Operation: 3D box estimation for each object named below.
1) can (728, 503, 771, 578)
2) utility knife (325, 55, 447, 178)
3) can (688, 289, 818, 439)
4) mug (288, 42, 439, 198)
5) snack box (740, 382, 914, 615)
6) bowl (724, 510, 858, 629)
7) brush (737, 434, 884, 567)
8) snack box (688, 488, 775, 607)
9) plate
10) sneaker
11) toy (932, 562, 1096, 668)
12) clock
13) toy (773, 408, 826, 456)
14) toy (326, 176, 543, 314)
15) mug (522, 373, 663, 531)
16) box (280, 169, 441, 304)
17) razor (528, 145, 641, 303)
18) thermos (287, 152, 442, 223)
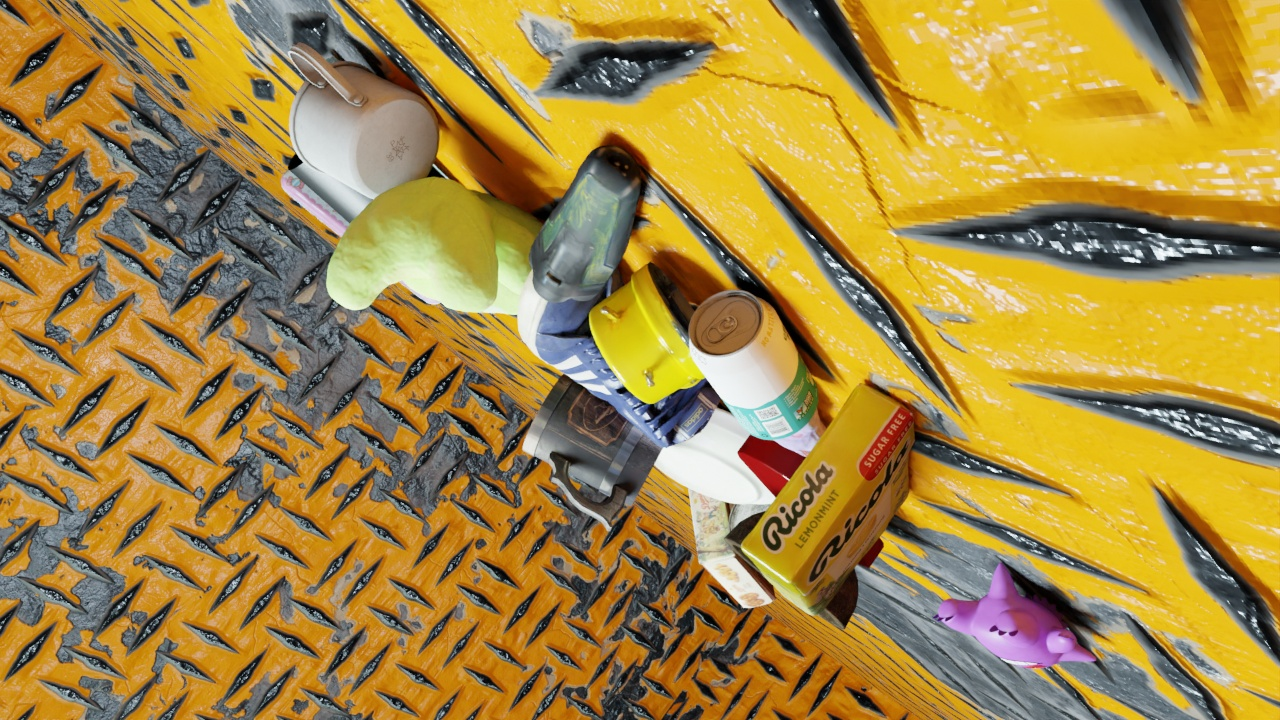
[{"bbox_3d":[0.146,0.178,0.942,0.090,0.089,0.074,29,167,42],"label":"can"},{"bbox_3d":[-0.194,-0.185,0.754,0.167,0.015,0.022,43,168,-36],"label":"utility knife"},{"bbox_3d":[0.069,0.004,0.552,0.055,0.055,0.101,30,167,39],"label":"can"},{"bbox_3d":[-0.200,-0.171,0.646,0.070,0.084,0.113,30,162,29],"label":"mug"},{"bbox_3d":[0.128,0.101,0.590,0.045,0.121,0.181,34,170,26],"label":"snack box"},{"bbox_3d":[0.136,0.164,0.769,0.121,0.056,0.121,37,170,8],"label":"bowl"},{"bbox_3d":[0.150,0.112,0.774,0.082,0.041,0.173,27,165,47],"label":"brush"},{"bbox_3d":[0.101,0.184,1.029,0.143,0.041,0.146,51,-154,-48],"label":"snack box"},{"bbox_3d":[0.065,0.094,0.873,0.182,0.034,0.182,22,157,10],"label":"plate"},{"bbox_3d":[-0.005,0.004,0.699,0.118,0.091,0.233,40,171,19],"label":"sneaker"},{"bbox_3d":[0.275,0.192,0.665,0.088,0.055,0.106,38,160,-18],"label":"toy"},{"bbox_3d":[0.013,-0.017,0.606,0.083,0.057,0.118,57,-166,4],"label":"clock"},{"bbox_3d":[0.098,0.038,0.650,0.080,0.036,0.099,29,168,38],"label":"toy"},{"bbox_3d":[-0.130,-0.082,0.679,0.150,0.107,0.196,2,-168,11],"label":"toy"},{"bbox_3d":[-0.044,0.081,0.797,0.107,0.115,0.080,28,137,4],"label":"mug"},{"bbox_3d":[-0.255,-0.138,0.944,0.214,0.091,0.090,37,169,8],"label":"box"},{"bbox_3d":[-0.032,-0.076,0.535,0.054,0.067,0.152,34,162,-4],"label":"razor"},{"bbox_3d":[-0.204,-0.130,0.815,0.198,0.086,0.086,45,168,-32],"label":"thermos"}]
